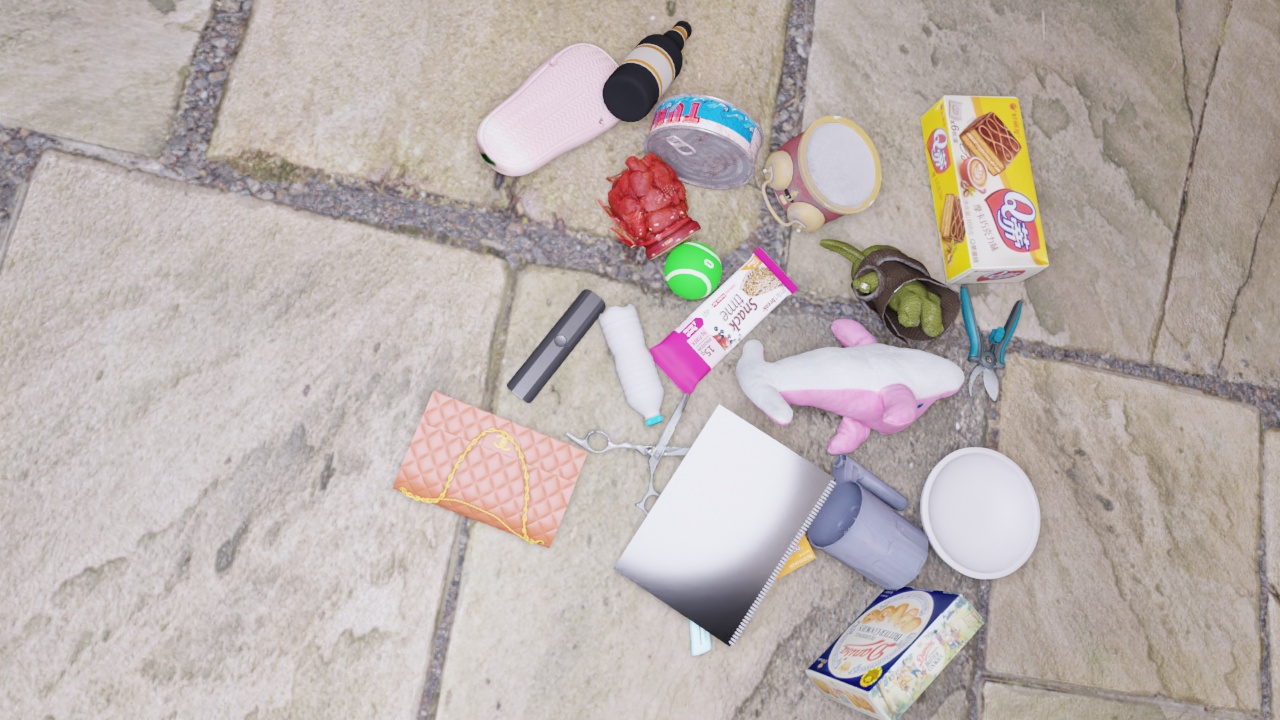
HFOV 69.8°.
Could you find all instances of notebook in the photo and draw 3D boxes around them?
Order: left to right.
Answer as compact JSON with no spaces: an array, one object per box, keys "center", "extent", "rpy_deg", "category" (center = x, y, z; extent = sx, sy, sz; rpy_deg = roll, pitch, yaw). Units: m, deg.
[{"center":[0.090,0.174,0.970],"extent":[0.149,0.016,0.206],"rpy_deg":[33,87,6],"category":"notebook"}]

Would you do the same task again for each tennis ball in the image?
[{"center":[0.060,-0.102,1.045],"extent":[0.065,0.065,0.065],"rpy_deg":[3,77,-12],"category":"tennis ball"}]

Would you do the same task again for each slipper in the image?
[{"center":[-0.096,-0.284,1.056],"extent":[0.107,0.056,0.221],"rpy_deg":[46,63,-1],"category":"slipper"}]

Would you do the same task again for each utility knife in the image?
[{"center":[0.058,0.235,0.999],"extent":[0.022,0.015,0.165],"rpy_deg":[-4,75,-6],"category":"utility knife"}]

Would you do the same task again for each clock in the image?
[{"center":[0.203,-0.213,1.092],"extent":[0.158,0.081,0.117],"rpy_deg":[-35,98,-27],"category":"clock"}]

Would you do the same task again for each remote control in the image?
[{"center":[-0.093,-0.017,1.019],"extent":[0.033,0.015,0.146],"rpy_deg":[38,73,-2],"category":"remote control"}]

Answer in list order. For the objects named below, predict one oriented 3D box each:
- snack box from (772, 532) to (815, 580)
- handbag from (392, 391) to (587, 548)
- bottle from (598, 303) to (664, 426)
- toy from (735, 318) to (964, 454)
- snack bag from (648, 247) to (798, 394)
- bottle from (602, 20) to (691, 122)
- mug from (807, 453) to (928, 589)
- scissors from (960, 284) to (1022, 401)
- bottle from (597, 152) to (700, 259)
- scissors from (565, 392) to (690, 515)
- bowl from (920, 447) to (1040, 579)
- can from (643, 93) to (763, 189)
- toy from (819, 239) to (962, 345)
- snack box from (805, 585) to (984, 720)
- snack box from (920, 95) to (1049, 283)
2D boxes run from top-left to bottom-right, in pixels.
[{"center":[0.120,0.180,1.009],"extent":[0.088,0.040,0.126],"rpy_deg":[-24,84,-16],"category":"snack box"},{"center":[-0.156,0.115,0.955],"extent":[0.172,0.060,0.108],"rpy_deg":[22,78,-7],"category":"handbag"},{"center":[-0.006,0.006,1.018],"extent":[0.044,0.044,0.136],"rpy_deg":[-17,82,-16],"category":"bottle"},{"center":[0.236,0.044,1.041],"extent":[0.265,0.128,0.186],"rpy_deg":[1,33,-11],"category":"toy"},{"center":[0.098,-0.048,1.067],"extent":[0.196,0.016,0.070],"rpy_deg":[-43,91,-17],"category":"snack bag"},{"center":[0.018,-0.350,1.079],"extent":[0.059,0.059,0.181],"rpy_deg":[34,51,-4],"category":"bottle"},{"center":[0.254,0.178,1.017],"extent":[0.104,0.084,0.123],"rpy_deg":[34,45,-17],"category":"mug"},{"center":[0.425,-0.031,1.135],"extent":[0.124,0.019,0.154],"rpy_deg":[45,72,1],"category":"scissors"},{"center":[0.005,-0.174,1.041],"extent":[0.098,0.099,0.111],"rpy_deg":[-33,96,-17],"category":"bottle"},{"center":[0.004,0.100,0.996],"extent":[0.175,0.014,0.141],"rpy_deg":[6,97,0],"category":"scissors"},{"center":[0.386,0.178,1.067],"extent":[0.149,0.043,0.149],"rpy_deg":[3,77,-12],"category":"bowl"},{"center":[0.072,-0.247,1.046],"extent":[0.130,0.130,0.044],"rpy_deg":[19,74,-8],"category":"can"},{"center":[0.297,-0.079,1.058],"extent":[0.179,0.152,0.078],"rpy_deg":[18,114,-22],"category":"toy"},{"center":[0.263,0.301,0.960],"extent":[0.144,0.145,0.042],"rpy_deg":[-39,92,-18],"category":"snack box"},{"center":[0.431,-0.215,1.154],"extent":[0.110,0.062,0.230],"rpy_deg":[-2,78,-13],"category":"snack box"}]
